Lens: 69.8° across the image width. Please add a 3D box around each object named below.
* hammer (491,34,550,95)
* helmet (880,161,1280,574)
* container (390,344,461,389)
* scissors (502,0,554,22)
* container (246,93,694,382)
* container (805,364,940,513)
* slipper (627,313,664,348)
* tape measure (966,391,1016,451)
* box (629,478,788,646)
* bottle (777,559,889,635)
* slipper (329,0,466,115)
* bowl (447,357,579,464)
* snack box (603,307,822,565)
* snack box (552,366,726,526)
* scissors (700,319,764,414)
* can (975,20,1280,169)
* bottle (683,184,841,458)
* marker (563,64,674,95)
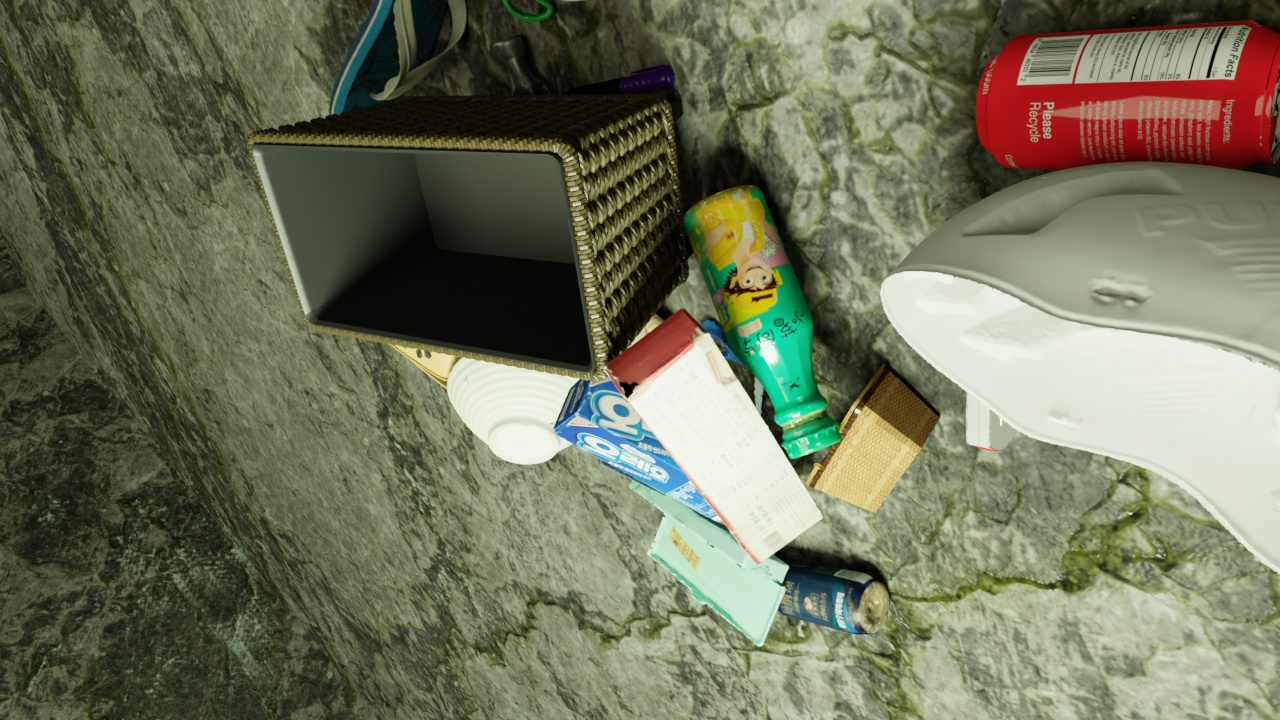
[{"bbox_3d":[-0.187,-0.211,0.963,0.334,0.033,0.133,-12,108,52],"label":"hammer"},{"bbox_3d":[0.267,-0.001,0.480,0.283,0.183,0.224,12,161,27],"label":"helmet"},{"bbox_3d":[-0.237,-0.047,1.058,0.183,0.128,0.167,34,129,25],"label":"container"},{"bbox_3d":[-0.115,-0.334,0.754,0.127,0.012,0.122,29,130,-31],"label":"scissors"},{"bbox_3d":[-0.120,-0.127,0.764,0.321,0.204,0.177,9,122,30],"label":"container"},{"bbox_3d":[0.188,0.068,0.740,0.061,0.063,0.114,34,138,15],"label":"container"},{"bbox_3d":[-0.005,0.005,0.869,0.197,0.081,0.093,46,142,-2],"label":"slipper"},{"bbox_3d":[0.251,0.030,0.641,0.020,0.062,0.060,12,121,42],"label":"tape measure"},{"bbox_3d":[0.056,0.192,0.916,0.187,0.078,0.110,32,111,50],"label":"box"},{"bbox_3d":[0.159,0.222,0.885,0.161,0.056,0.056,1,117,48],"label":"bottle"},{"bbox_3d":[-0.204,-0.310,0.846,0.060,0.117,0.296,41,135,0],"label":"slipper"},{"bbox_3d":[-0.121,0.061,0.976,0.177,0.070,0.178,0,140,0],"label":"bowl"},{"bbox_3d":[0.065,0.070,0.721,0.273,0.076,0.044,53,180,-45],"label":"snack box"},{"bbox_3d":[0.034,0.088,0.840,0.226,0.059,0.059,30,147,-14],"label":"snack box"},{"bbox_3d":[0.100,0.002,0.825,0.129,0.014,0.128,21,135,32],"label":"scissors"},{"bbox_3d":[0.261,-0.139,0.492,0.143,0.074,0.074,13,126,42],"label":"can"},{"bbox_3d":[0.099,-0.029,0.713,0.068,0.068,0.209,-31,77,53],"label":"bottle"},{"bbox_3d":[-0.022,-0.232,0.779,0.134,0.015,0.018,6,93,45],"label":"marker"}]
